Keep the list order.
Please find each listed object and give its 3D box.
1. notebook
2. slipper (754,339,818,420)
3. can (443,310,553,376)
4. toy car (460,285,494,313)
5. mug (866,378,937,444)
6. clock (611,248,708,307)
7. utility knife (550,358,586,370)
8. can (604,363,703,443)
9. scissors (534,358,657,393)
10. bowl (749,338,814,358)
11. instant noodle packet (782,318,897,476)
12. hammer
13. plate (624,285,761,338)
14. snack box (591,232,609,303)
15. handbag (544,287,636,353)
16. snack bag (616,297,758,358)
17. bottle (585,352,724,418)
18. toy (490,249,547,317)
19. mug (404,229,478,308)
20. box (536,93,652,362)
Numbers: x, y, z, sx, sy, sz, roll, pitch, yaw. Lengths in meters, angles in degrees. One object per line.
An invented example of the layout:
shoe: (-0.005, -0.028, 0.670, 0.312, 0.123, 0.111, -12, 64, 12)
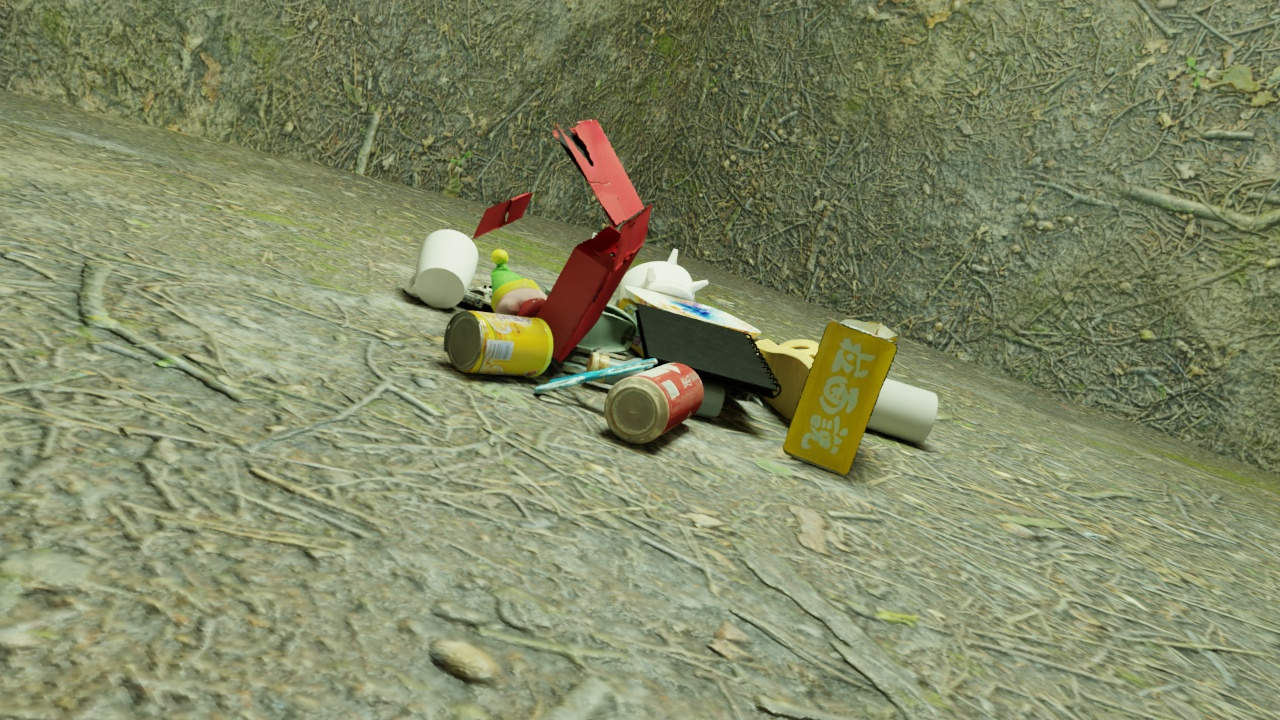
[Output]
notebook: (0.081, -0.016, 1.179, 0.169, 0.019, 0.231, 15, 17, -8)
slipper: (0.218, 0.022, 1.272, 0.078, 0.099, 0.263, -7, 11, -11)
can: (-0.152, -0.018, 1.000, 0.068, 0.068, 0.104, 27, 15, 40)
toy car: (-0.234, -0.093, 1.328, 0.113, 0.040, 0.048, 20, 10, 17)
mug: (0.369, 0.075, 1.352, 0.097, 0.078, 0.112, 17, -17, 0)
clock: (0.025, -0.110, 1.530, 0.125, 0.161, 0.072, 12, 51, -24)
utility knife: (-0.021, 0.023, 1.142, 0.209, 0.015, 0.031, 17, 7, -20)
can: (0.018, 0.042, 0.966, 0.067, 0.067, 0.170, 20, 11, 15)
scissors: (-0.043, 0.014, 0.998, 0.141, 0.014, 0.090, -15, 4, 5)
bowl: (0.226, 0.010, 1.479, 0.121, 0.056, 0.121, 16, 11, -3)
instant noodle packet: (0.257, 0.035, 1.114, 0.084, 0.163, 0.221, 20, 11, 18)
hammer: (-0.007, 0.007, 1.205, 0.316, 0.028, 0.147, 14, -1, -11)
plate: (0.075, -0.071, 1.392, 0.186, 0.016, 0.187, 12, 11, -24)
snack box: (-0.068, -0.128, 1.472, 0.026, 0.150, 0.081, 21, 11, 23)
handbag: (-0.081, -0.060, 1.333, 0.122, 0.067, 0.106, 26, 13, 41)
snack bag: (0.059, -0.027, 1.378, 0.159, 0.068, 0.247, 12, 12, -22)
bottle: (0.015, 0.026, 1.097, 0.161, 0.046, 0.072, 15, 11, -12)
toy: (-0.160, -0.087, 1.258, 0.131, 0.097, 0.124, 27, 11, 32)
mug: (-0.286, -0.118, 1.279, 0.081, 0.114, 0.087, 53, 22, -33)
box: (-0.046, -0.167, 1.109, 0.124, 0.316, 0.210, 9, 18, 7)
